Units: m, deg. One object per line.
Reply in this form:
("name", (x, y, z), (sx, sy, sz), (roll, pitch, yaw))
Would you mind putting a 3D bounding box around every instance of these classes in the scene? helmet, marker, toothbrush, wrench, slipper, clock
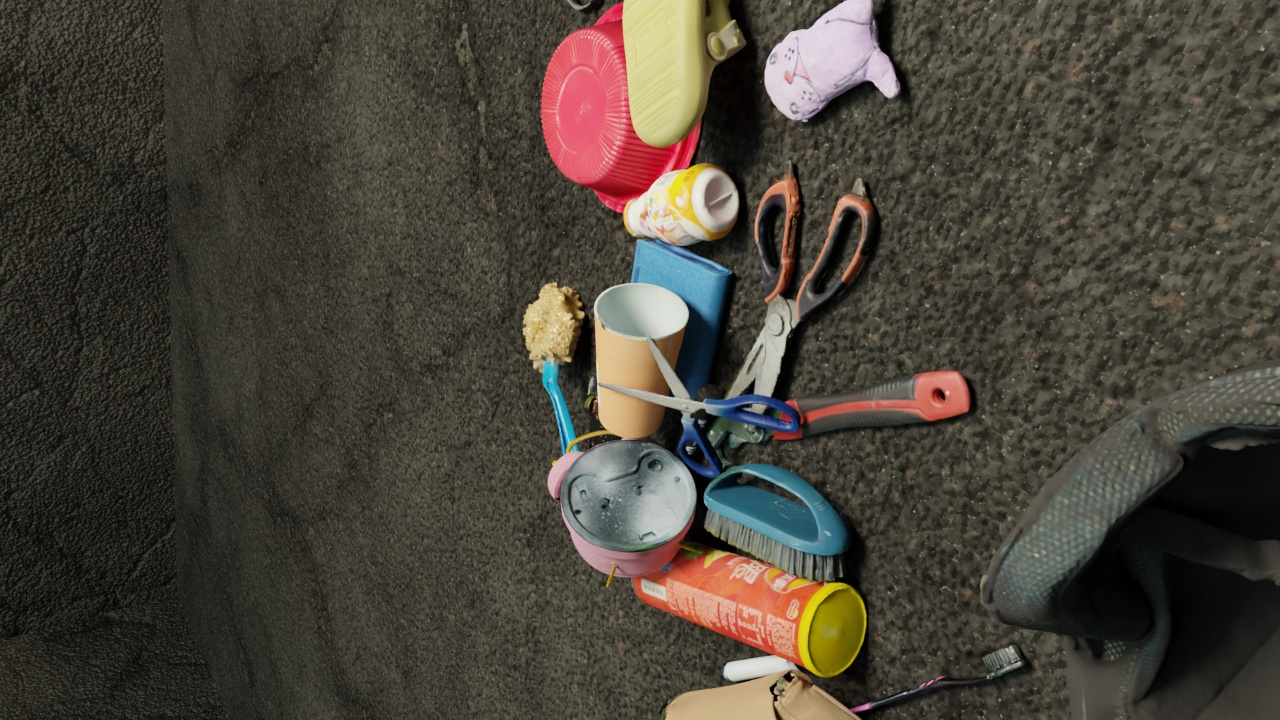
("helmet", (0.296, 0.123, 0.367), (0.233, 0.229, 0.275), (42, 138, 50))
("marker", (0.044, 0.071, 0.827), (0.022, 0.020, 0.132), (53, 143, 31))
("toothbrush", (0.207, 0.240, 0.677), (0.190, 0.014, 0.017), (-44, 54, 47))
("marker", (0.116, 0.265, 0.793), (0.131, 0.018, 0.022), (-34, 80, 49))
("wrench", (0.138, 0.048, 0.718), (0.274, 0.016, 0.056), (-23, 83, 52))
("slipper", (0.037, -0.253, 0.729), (0.092, 0.081, 0.190), (-15, 68, 48))
("clock", (-0.018, 0.119, 0.815), (0.060, 0.117, 0.158), (91, 156, -47))

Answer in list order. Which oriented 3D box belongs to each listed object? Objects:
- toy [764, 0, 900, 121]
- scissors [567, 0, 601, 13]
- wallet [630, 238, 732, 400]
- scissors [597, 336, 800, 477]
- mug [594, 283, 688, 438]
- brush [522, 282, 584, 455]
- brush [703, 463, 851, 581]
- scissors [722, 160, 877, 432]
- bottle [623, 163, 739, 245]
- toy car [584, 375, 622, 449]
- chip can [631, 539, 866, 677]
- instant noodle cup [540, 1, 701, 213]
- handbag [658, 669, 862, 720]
("toy", (0.132, -0.210, 0.653), (0.108, 0.038, 0.084), (-16, 94, 51))
("scissors", (-0.083, -0.400, 0.908), (0.137, 0.014, 0.174), (-48, 58, 47))
("wallet", (0.028, -0.035, 0.825), (0.106, 0.040, 0.133), (30, 121, 39))
("scissors", (0.049, 0.041, 0.745), (0.163, 0.012, 0.173), (-2, 135, 30))
("mug", (-0.005, 0.005, 0.791), (0.078, 0.078, 0.123), (45, 142, 37))
("brush", (-0.079, 0.039, 0.927), (0.083, 0.045, 0.254), (-31, 59, 40))
("brush", (0.108, 0.122, 0.741), (0.144, 0.055, 0.073), (17, 111, 49))
("scissors", (0.112, -0.051, 0.723), (0.196, 0.015, 0.215), (-20, 79, 49))
("bottle", (0.031, -0.128, 0.777), (0.109, 0.063, 0.063), (-2, 96, 52))
("toy car", (-0.024, 0.087, 0.911), (0.071, 0.041, 0.156), (4, 95, 52))
("chip can", (0.083, 0.201, 0.777), (0.217, 0.073, 0.073), (3, 100, 51))
("instant noodle cup", (-0.030, -0.228, 0.833), (0.194, 0.065, 0.194), (15, 109, 48))
("handbag", (0.103, 0.330, 0.739), (0.148, 0.099, 0.205), (50, 139, -2))
